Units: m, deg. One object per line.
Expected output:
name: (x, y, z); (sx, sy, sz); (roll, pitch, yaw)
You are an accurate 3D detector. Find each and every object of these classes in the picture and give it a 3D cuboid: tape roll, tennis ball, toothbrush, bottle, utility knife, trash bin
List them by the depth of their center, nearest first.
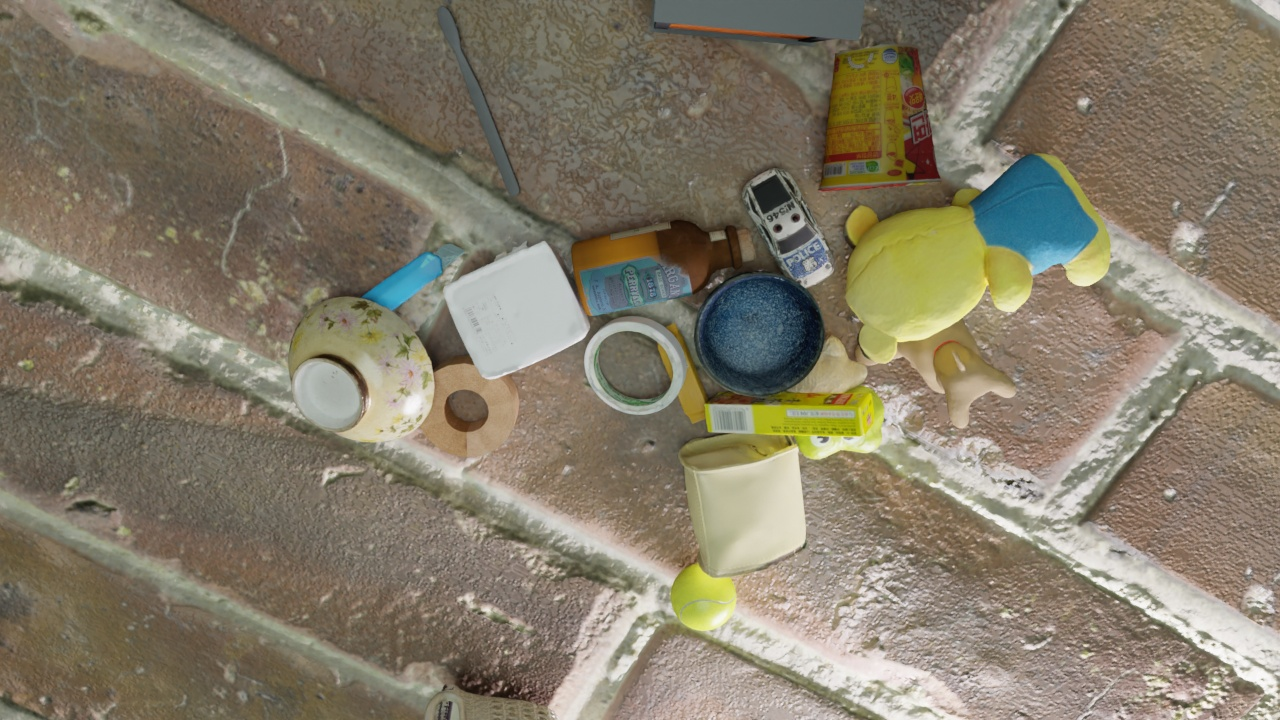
trash bin: (0.084, -0.314, 0.678); (0.139, 0.171, 0.140); (5, 108, -1)
toothbrush: (-0.139, -0.221, 0.793); (0.013, 0.013, 0.167); (-18, 108, 6)
bottle: (0.022, -0.087, 0.807); (0.157, 0.067, 0.068); (-12, 107, 4)
utility knife: (-0.232, -0.057, 0.842); (0.175, 0.015, 0.031); (-32, 108, 16)
tape roll: (-0.005, 0.005, 0.849); (0.094, 0.018, 0.094); (6, 114, 14)
tape roll: (-0.163, 0.043, 0.870); (0.094, 0.027, 0.094); (0, 108, 0)
tennis ball: (0.062, 0.234, 0.911); (0.065, 0.065, 0.065); (0, 108, 0)

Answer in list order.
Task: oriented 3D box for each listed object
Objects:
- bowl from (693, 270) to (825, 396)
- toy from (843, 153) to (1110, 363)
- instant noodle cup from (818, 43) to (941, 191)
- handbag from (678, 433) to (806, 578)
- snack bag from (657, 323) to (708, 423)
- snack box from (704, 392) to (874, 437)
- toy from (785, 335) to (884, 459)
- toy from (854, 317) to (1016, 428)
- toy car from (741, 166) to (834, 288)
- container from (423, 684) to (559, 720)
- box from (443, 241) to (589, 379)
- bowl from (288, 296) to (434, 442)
bowl: (0.105, -0.030, 0.829); (0.114, 0.060, 0.114); (1, 108, 2)
toy: (0.269, -0.096, 0.769); (0.214, 0.148, 0.084); (-20, 136, 14)
instant noodle cup: (0.198, -0.199, 0.760); (0.100, 0.100, 0.112); (-2, 100, 1)
handbag: (0.100, 0.135, 0.875); (0.111, 0.081, 0.119); (-11, 106, -4)
snack bag: (0.041, 0.012, 0.863); (0.026, 0.020, 0.099); (-20, 107, 12)
snack box: (0.133, 0.048, 0.832); (0.148, 0.040, 0.029); (0, 106, 29)
toy: (0.178, 0.034, 0.857); (0.092, 0.043, 0.118); (-10, 104, 14)
toy: (0.275, -0.002, 0.818); (0.134, 0.108, 0.106); (-35, 125, 10)
toy car: (0.132, -0.115, 0.812); (0.048, 0.040, 0.113); (-30, 106, 10)
container: (-0.160, 0.463, 0.934); (0.143, 0.184, 0.252); (6, 109, -14)
box: (-0.110, -0.050, 0.838); (0.107, 0.095, 0.102); (-24, 95, 2)
bowl: (-0.266, 0.020, 0.827); (0.145, 0.063, 0.145); (6, 113, 15)
